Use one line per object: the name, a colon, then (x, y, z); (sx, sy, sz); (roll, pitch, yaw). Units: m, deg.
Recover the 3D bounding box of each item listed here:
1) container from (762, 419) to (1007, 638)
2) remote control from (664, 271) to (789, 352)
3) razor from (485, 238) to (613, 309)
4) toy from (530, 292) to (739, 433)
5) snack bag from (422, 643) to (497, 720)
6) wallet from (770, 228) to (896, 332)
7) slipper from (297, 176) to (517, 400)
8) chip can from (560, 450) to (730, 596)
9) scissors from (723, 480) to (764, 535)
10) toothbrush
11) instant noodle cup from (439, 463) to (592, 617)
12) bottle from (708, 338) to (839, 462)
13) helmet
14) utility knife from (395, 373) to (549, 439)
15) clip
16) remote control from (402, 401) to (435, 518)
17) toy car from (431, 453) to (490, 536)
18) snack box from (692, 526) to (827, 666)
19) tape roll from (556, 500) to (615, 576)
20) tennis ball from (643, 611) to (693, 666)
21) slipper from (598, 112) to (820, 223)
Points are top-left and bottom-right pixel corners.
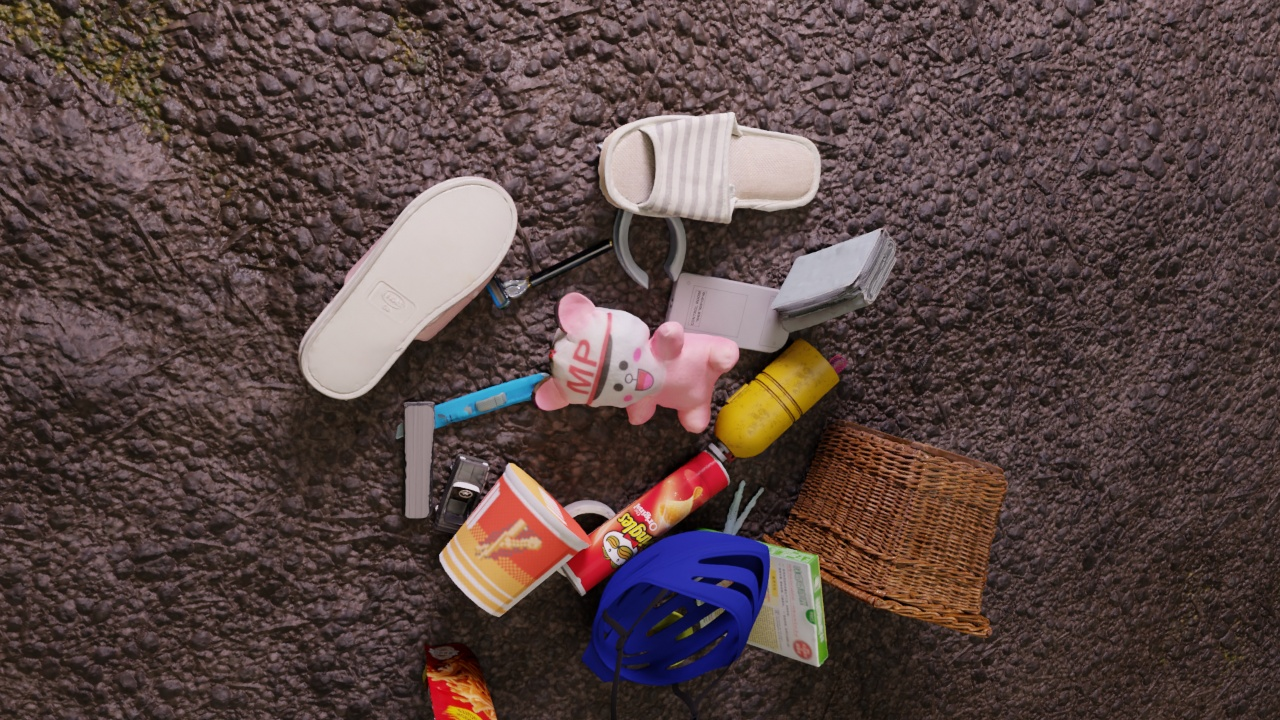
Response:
container: (0.289, 0.180, 1.066); (0.162, 0.250, 0.183); (18, 89, -21)
remote control: (0.103, -0.054, 1.054); (0.151, 0.019, 0.074); (9, 102, -19)
razor: (-0.094, -0.096, 0.981); (0.144, 0.022, 0.042); (-25, 71, -14)
toy: (-0.006, 0.006, 0.997); (0.213, 0.084, 0.142); (8, 124, -22)
snack bag: (-0.186, 0.395, 0.984); (0.066, 0.208, 0.139); (-40, 112, -4)
wallet: (0.213, -0.086, 1.006); (0.054, 0.132, 0.100); (41, 59, -18)
slipper: (-0.234, -0.075, 0.924); (0.274, 0.054, 0.114); (-46, 113, -4)
chip can: (0.005, 0.184, 1.054); (0.214, 0.052, 0.052); (-35, 112, -15)
scissors: (0.112, 0.230, 1.139); (0.093, 0.032, 0.175); (29, 99, -19)
toothbrush: (0.176, 0.059, 1.109); (0.190, 0.016, 0.016); (-40, 113, -4)
instant noodle cup: (-0.139, 0.197, 0.986); (0.121, 0.123, 0.123); (-45, 113, -4)
bottle: (0.147, 0.054, 1.071); (0.164, 0.071, 0.071); (-42, 112, -3)
helmet: (0.039, 0.297, 0.977); (0.242, 0.227, 0.148); (-34, 108, 19)
utility knife: (-0.177, 0.049, 0.998); (0.185, 0.015, 0.031); (-18, 109, -10)
clip: (-0.013, -0.154, 0.985); (0.114, 0.028, 0.163); (-15, 108, -15)
remote control: (-0.239, 0.108, 0.988); (0.033, 0.013, 0.137); (-1, 110, -17)
toy car: (-0.197, 0.150, 1.006); (0.040, 0.037, 0.092); (18, 98, -21)
snack box: (0.134, 0.272, 1.068); (0.027, 0.168, 0.132); (-25, 113, -45)
tape roll: (-0.065, 0.211, 1.074); (0.093, 0.018, 0.094); (-4, 106, -16)
tennis ball: (0.032, 0.337, 1.113); (0.065, 0.065, 0.065); (-5, 106, -16)
slipper: (0.085, -0.203, 0.975); (0.272, 0.054, 0.114); (-7, 99, -28)
